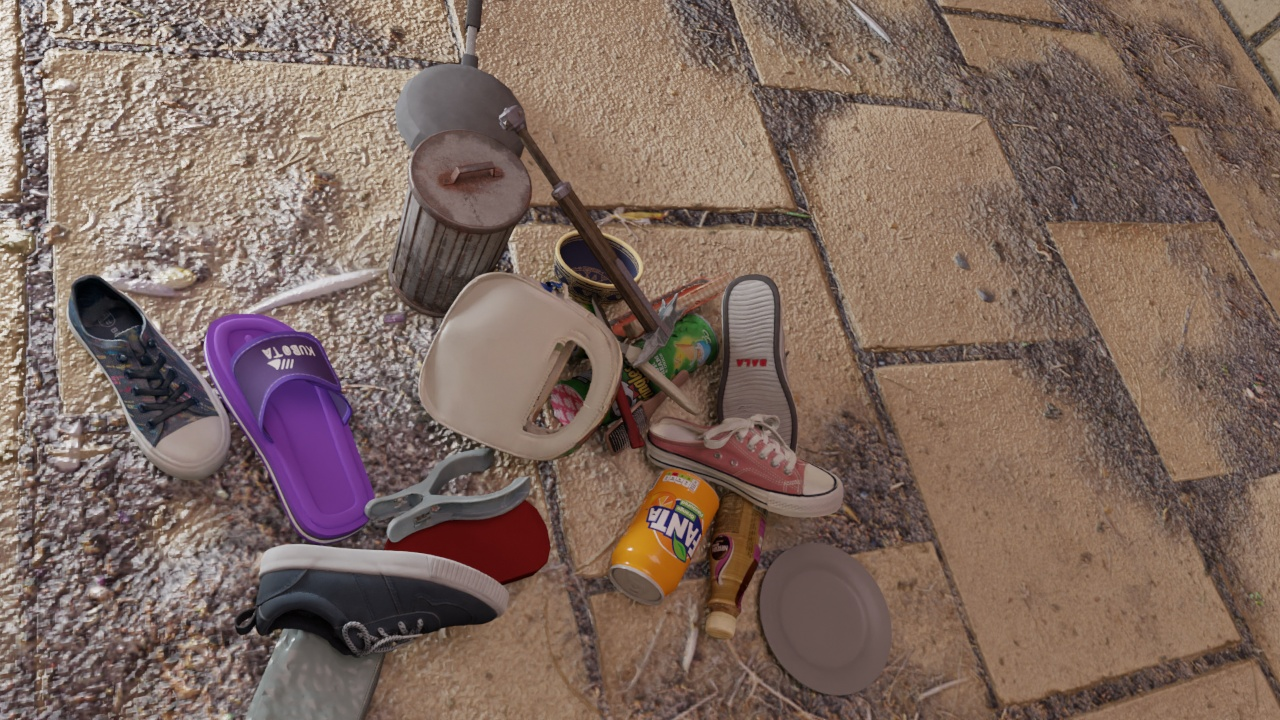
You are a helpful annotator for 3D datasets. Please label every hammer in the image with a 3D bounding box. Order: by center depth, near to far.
[{"bbox_3d":[-0.059,-0.142,1.022,0.317,0.028,0.146,55,35,-19],"label":"hammer"}]

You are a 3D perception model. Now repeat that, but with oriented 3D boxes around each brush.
[{"bbox_3d":[-0.181,0.203,0.953,0.173,0.042,0.082,-12,68,-29],"label":"brush"},{"bbox_3d":[0.013,0.060,1.093,0.135,0.050,0.015,-42,56,-19],"label":"brush"}]

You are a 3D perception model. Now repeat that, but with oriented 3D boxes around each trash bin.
[{"bbox_3d":[-0.208,-0.152,1.033,0.130,0.212,0.130,11,59,-18],"label":"trash bin"}]

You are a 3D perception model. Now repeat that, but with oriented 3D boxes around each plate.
[{"bbox_3d":[0.219,0.305,1.090,0.178,0.012,0.178,10,59,-18],"label":"plate"}]

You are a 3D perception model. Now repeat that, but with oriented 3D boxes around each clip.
[{"bbox_3d":[-0.178,0.149,0.935,0.141,0.029,0.171,21,32,34],"label":"clip"}]

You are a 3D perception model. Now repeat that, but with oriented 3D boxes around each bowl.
[{"bbox_3d":[-0.059,-0.106,1.160,0.112,0.061,0.112,12,40,-11],"label":"bowl"}]

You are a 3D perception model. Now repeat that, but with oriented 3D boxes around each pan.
[{"bbox_3d":[-0.236,-0.406,1.266,0.178,0.041,0.356,9,60,-19],"label":"pan"}]

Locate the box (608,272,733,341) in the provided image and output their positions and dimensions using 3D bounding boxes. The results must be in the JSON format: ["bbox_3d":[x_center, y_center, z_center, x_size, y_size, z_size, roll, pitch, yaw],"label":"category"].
[{"bbox_3d":[0.042,-0.070,1.190,0.186,0.083,0.043,-28,95,-35],"label":"box"}]

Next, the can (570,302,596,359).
[{"bbox_3d":[-0.110,-0.040,1.103,0.120,0.067,0.067,6,61,-21],"label":"can"}]

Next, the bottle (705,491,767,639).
[{"bbox_3d":[0.105,0.234,1.050,0.059,0.060,0.165,23,56,-11],"label":"bottle"}]

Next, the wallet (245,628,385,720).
[{"bbox_3d":[-0.298,0.299,0.844,0.100,0.054,0.131,28,52,-17],"label":"wallet"}]

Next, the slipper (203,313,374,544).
[{"bbox_3d":[-0.345,0.049,0.930,0.107,0.084,0.266,-18,72,-41],"label":"slipper"}]

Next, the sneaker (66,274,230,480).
[{"bbox_3d":[-0.484,0.009,0.904,0.087,0.079,0.235,-33,79,-34],"label":"sneaker"}]

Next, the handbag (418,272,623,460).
[{"bbox_3d":[-0.122,0.009,1.009,0.199,0.093,0.201,29,94,3],"label":"handbag"}]

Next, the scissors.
[{"bbox_3d":[-0.011,0.016,1.058,0.179,0.015,0.193,16,58,-16],"label":"scissors"}]

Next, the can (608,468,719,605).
[{"bbox_3d":[0.026,0.195,1.026,0.079,0.079,0.142,35,55,-2],"label":"can"}]

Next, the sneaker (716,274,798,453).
[{"bbox_3d":[0.152,0.028,1.172,0.097,0.128,0.263,-5,85,14],"label":"sneaker"}]

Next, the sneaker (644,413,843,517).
[{"bbox_3d":[0.123,0.105,1.064,0.241,0.088,0.118,17,31,12],"label":"sneaker"}]

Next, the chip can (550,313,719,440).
[{"bbox_3d":[-0.001,0.015,1.117,0.222,0.076,0.075,-29,77,-34],"label":"chip can"}]

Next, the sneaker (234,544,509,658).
[{"bbox_3d":[-0.238,0.227,0.835,0.235,0.089,0.087,9,56,-12],"label":"sneaker"}]
